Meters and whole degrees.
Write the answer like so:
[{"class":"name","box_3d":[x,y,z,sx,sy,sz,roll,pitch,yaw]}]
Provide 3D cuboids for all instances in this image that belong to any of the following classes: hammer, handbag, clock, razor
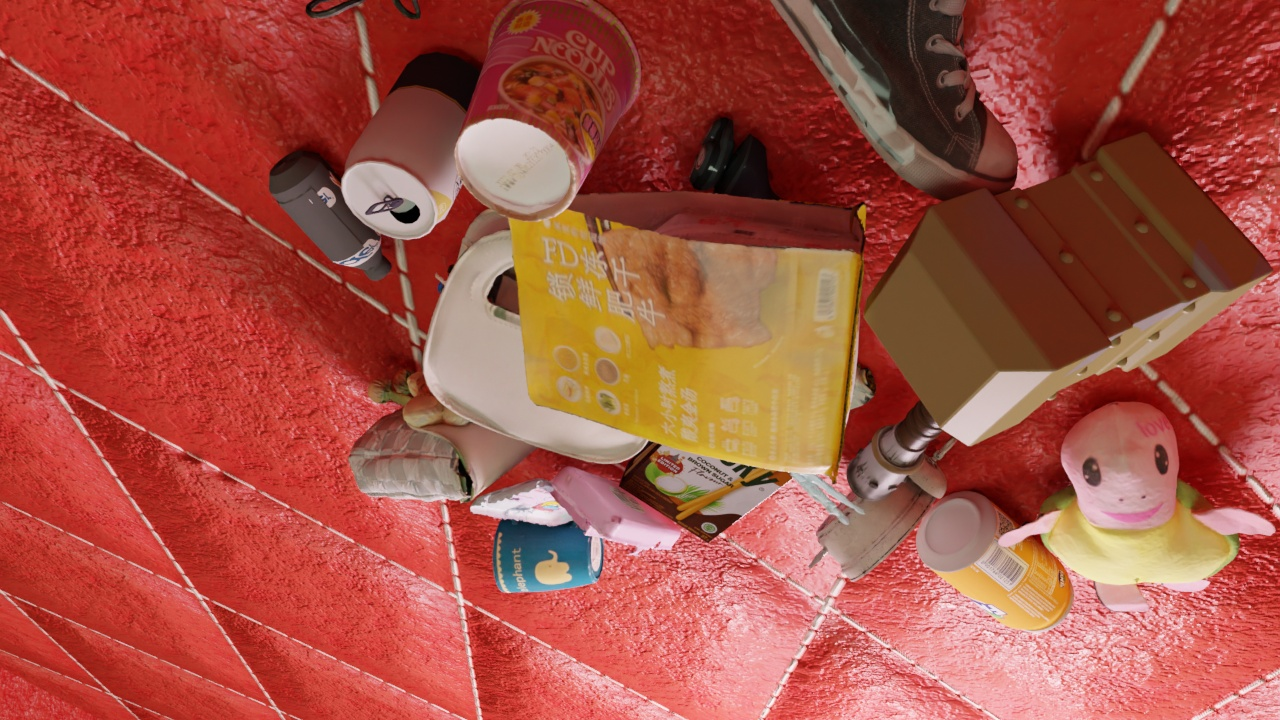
[{"class":"hammer","box_3d":[0.208,0.018,0.601,0.190,0.100,0.326,-20,156,-20]},{"class":"handbag","box_3d":[-0.188,0.064,0.825,0.172,0.112,0.123,-8,110,37]},{"class":"handbag","box_3d":[-0.060,-0.029,0.683,0.200,0.092,0.200,21,137,-4]},{"class":"clock","box_3d":[0.208,0.117,0.780,0.061,0.103,0.157,44,111,10]},{"class":"razor","box_3d":[0.080,-0.094,0.598,0.052,0.047,0.143,-13,137,37]}]

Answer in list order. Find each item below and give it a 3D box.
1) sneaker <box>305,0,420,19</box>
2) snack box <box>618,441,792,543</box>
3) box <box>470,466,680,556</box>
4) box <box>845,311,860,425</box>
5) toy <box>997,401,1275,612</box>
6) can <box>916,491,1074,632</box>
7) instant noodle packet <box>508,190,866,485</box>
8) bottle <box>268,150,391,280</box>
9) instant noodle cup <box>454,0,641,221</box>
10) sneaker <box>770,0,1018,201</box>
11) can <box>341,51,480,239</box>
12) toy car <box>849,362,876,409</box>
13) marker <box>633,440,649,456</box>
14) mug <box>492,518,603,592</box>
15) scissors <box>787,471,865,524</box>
[{"class":"sneaker","box_3d":[-0.139,-0.223,0.465,0.238,0.100,0.143,10,137,14]},{"class":"snack box","box_3d":[0.072,0.081,0.791,0.101,0.031,0.187,34,132,-9]},{"class":"box","box_3d":[-0.048,0.133,0.842,0.150,0.073,0.201,12,171,20]},{"class":"box","box_3d":[0.098,0.002,0.644,0.107,0.076,0.102,6,114,9]},{"class":"toy","box_3d":[0.388,0.128,0.727,0.191,0.087,0.238,-9,133,35]},{"class":"can","box_3d":[0.319,0.182,0.821,0.142,0.078,0.079,37,137,-25]},{"class":"instant noodle packet","box_3d":[0.026,-0.022,0.582,0.222,0.084,0.163,8,127,15]},{"class":"bottle","box_3d":[-0.226,-0.104,0.682,0.047,0.046,0.112,-10,136,28]},{"class":"instant noodle cup","box_3d":[-0.057,-0.143,0.531,0.098,0.108,0.098,9,140,7]},{"class":"sneaker","box_3d":[0.150,-0.176,0.442,0.120,0.095,0.235,-22,121,37]},{"class":"can","box_3d":[-0.134,-0.128,0.557,0.064,0.127,0.064,9,141,7]},{"class":"toy car","box_3d":[0.139,0.008,0.708,0.048,0.033,0.105,-26,127,38]},{"class":"marker","box_3d":[0.045,0.074,0.831,0.147,0.017,0.017,-9,136,26]},{"class":"mug","box_3d":[-0.097,0.193,0.982,0.104,0.084,0.112,-2,110,12]},{"class":"scissors","box_3d":[0.114,0.070,0.723,0.175,0.032,0.079,35,128,-6]}]
